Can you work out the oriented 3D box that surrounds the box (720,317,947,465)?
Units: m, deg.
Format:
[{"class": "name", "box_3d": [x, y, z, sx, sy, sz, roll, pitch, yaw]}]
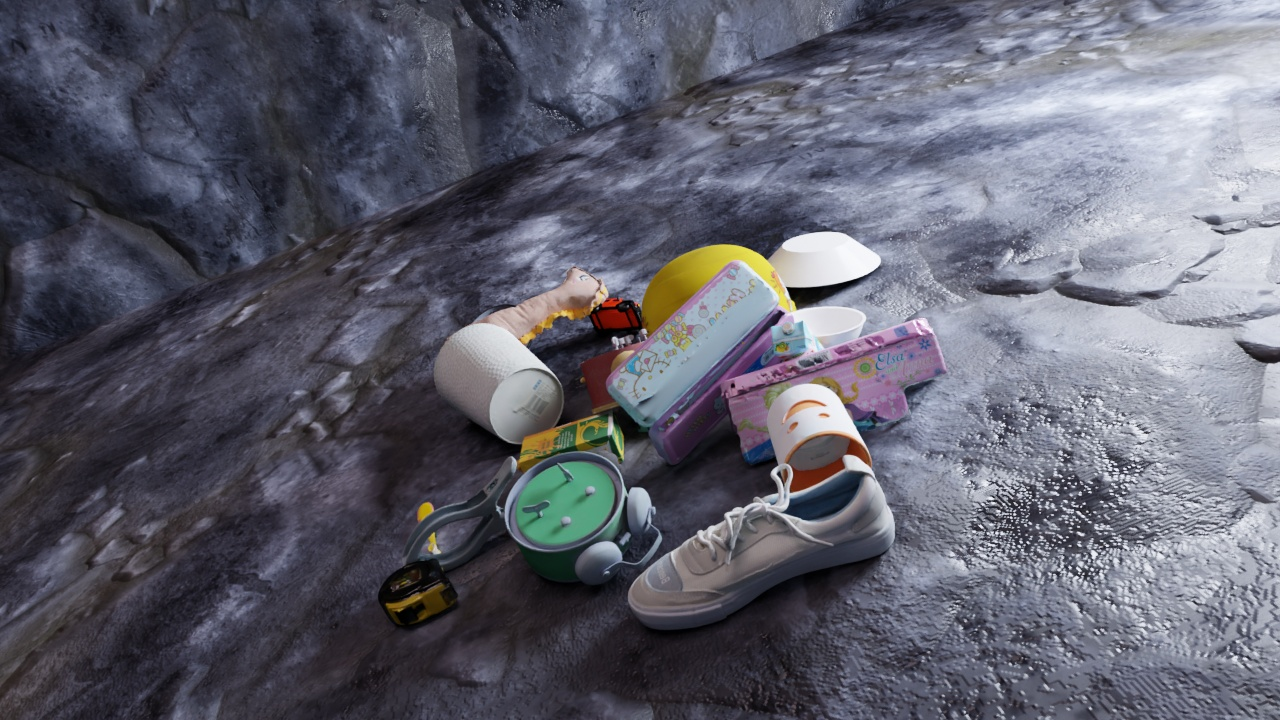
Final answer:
[{"class": "box", "box_3d": [0.206, 0.041, 0.965, 0.230, 0.085, 0.090, -18, 53, 7]}]

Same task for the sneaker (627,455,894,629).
[{"class": "sneaker", "box_3d": [0.096, 0.151, 0.795, 0.242, 0.091, 0.089, -21, 26, 3]}]

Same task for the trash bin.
[{"class": "trash bin", "box_3d": [-0.184, 0.035, 1.219, 0.133, 0.133, 0.161, -31, 31, -20]}]

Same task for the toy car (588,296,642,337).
[{"class": "toy car", "box_3d": [-0.036, -0.069, 1.392, 0.100, 0.051, 0.048, -1, 34, 38]}]

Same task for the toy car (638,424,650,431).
[{"class": "toy car", "box_3d": [0.044, 0.055, 1.105, 0.108, 0.027, 0.060, -14, 26, 16]}]

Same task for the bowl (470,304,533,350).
[{"class": "bowl", "box_3d": [-0.214, -0.028, 1.436, 0.114, 0.045, 0.114, -8, 59, 13]}]

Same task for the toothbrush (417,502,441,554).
[{"class": "toothbrush", "box_3d": [-0.245, 0.195, 1.066, 0.021, 0.016, 0.135, -27, 25, -8]}]

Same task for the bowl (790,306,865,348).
[{"class": "bowl", "box_3d": [0.218, -0.029, 1.113, 0.110, 0.040, 0.109, -8, 20, 3]}]

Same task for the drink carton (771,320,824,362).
[{"class": "drink carton", "box_3d": [0.180, -0.008, 1.020, 0.044, 0.129, 0.038, -11, 69, 21]}]

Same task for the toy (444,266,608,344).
[{"class": "toy", "box_3d": [-0.164, -0.036, 1.360, 0.264, 0.065, 0.196, -21, 52, 1]}]

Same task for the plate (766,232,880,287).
[{"class": "plate", "box_3d": [0.251, -0.152, 1.311, 0.174, 0.036, 0.173, -9, 22, 4]}]

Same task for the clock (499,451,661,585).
[{"class": "clock", "box_3d": [-0.054, 0.157, 0.903, 0.162, 0.075, 0.121, 17, 52, 33]}]

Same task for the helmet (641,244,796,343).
[{"class": "helmet", "box_3d": [0.090, -0.085, 1.218, 0.209, 0.140, 0.239, -20, 24, 3]}]

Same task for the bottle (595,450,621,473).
[{"class": "bottle", "box_3d": [-0.066, 0.142, 1.006, 0.036, 0.036, 0.109, 7, 37, 46]}]

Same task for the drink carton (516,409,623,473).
[{"class": "drink carton", "box_3d": [-0.084, 0.106, 1.088, 0.122, 0.041, 0.058, -17, 25, 8]}]

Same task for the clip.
[{"class": "clip", "box_3d": [-0.179, 0.183, 0.996, 0.162, 0.090, 0.027, -39, 28, -4]}]

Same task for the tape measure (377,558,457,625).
[{"class": "tape measure", "box_3d": [-0.230, 0.237, 0.940, 0.072, 0.042, 0.071, -31, 29, -14]}]

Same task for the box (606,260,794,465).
[{"class": "box", "box_3d": [0.075, 0.003, 1.004, 0.214, 0.140, 0.062, -44, 23, -13]}]

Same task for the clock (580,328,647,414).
[{"class": "clock", "box_3d": [-0.007, 0.007, 1.108, 0.116, 0.081, 0.159, -16, -3, -30]}]

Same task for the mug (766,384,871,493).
[{"class": "mug", "box_3d": [0.170, 0.080, 0.887, 0.082, 0.082, 0.105, -19, 24, 6]}]
